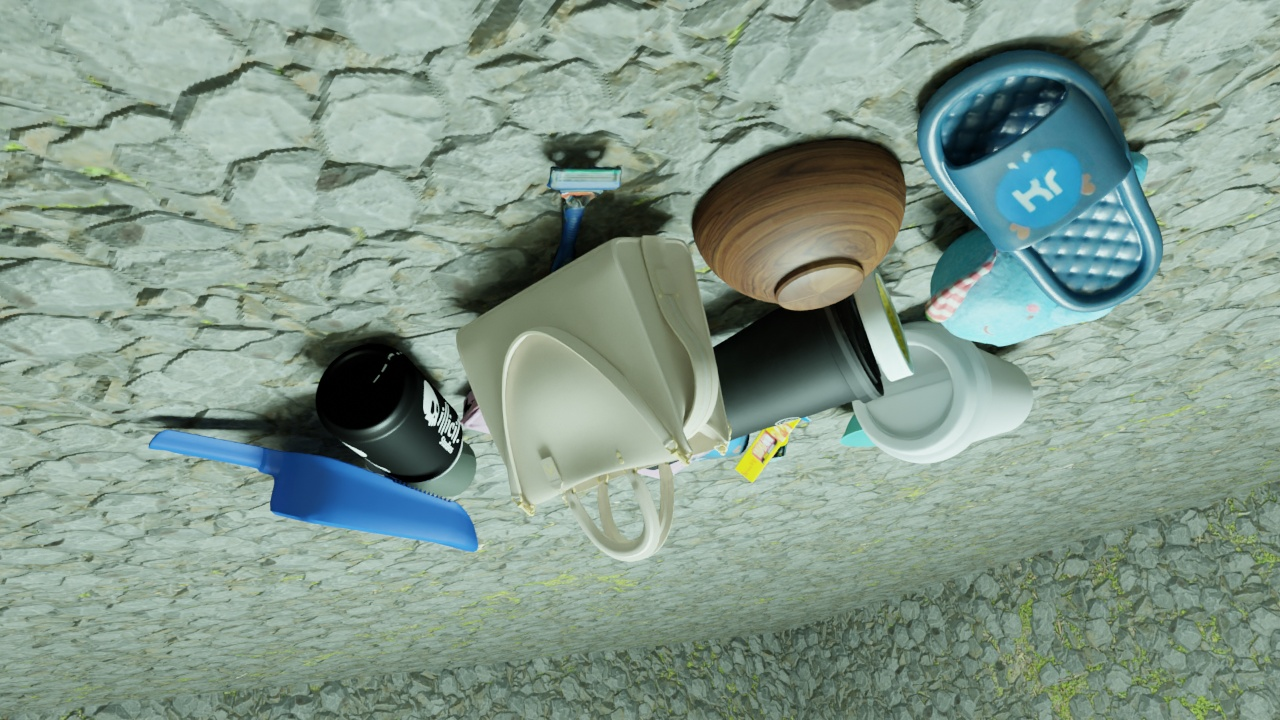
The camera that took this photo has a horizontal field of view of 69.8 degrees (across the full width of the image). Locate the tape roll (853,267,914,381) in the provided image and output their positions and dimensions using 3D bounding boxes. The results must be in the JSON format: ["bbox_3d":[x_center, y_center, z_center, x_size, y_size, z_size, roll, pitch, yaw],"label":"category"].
[{"bbox_3d":[0.193,-0.030,0.731,0.019,0.094,0.094,-20,156,21],"label":"tape roll"}]

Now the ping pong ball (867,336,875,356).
[{"bbox_3d":[0.199,-0.020,0.827,0.040,0.040,0.040,-9,157,-4],"label":"ping pong ball"}]

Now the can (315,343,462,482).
[{"bbox_3d":[-0.200,0.048,0.750,0.080,0.080,0.146,-12,157,2],"label":"can"}]

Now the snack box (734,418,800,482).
[{"bbox_3d":[0.147,0.061,0.935,0.075,0.025,0.153,-46,168,-34],"label":"snack box"}]

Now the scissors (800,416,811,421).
[{"bbox_3d":[0.170,0.050,1.017,0.125,0.016,0.125,-17,157,26],"label":"scissors"}]

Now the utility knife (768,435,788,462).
[{"bbox_3d":[0.165,0.106,1.127,0.029,0.020,0.198,-6,162,5],"label":"utility knife"}]

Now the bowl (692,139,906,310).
[{"bbox_3d":[0.114,-0.076,0.621,0.147,0.068,0.147,-9,157,-4],"label":"bowl"}]

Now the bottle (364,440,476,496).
[{"bbox_3d":[-0.211,0.096,0.885,0.060,0.060,0.108,-21,155,23],"label":"bottle"}]

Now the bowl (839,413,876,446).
[{"bbox_3d":[0.283,0.061,1.038,0.121,0.046,0.121,-6,162,-2],"label":"bowl"}]

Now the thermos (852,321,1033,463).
[{"bbox_3d":[0.313,0.033,0.913,0.132,0.131,0.221,-29,159,36],"label":"thermos"}]

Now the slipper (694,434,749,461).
[{"bbox_3d":[0.066,0.077,0.971,0.103,0.059,0.214,-6,158,-6],"label":"slipper"}]

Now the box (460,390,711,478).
[{"bbox_3d":[-0.044,0.061,0.853,0.232,0.041,0.098,19,146,-31],"label":"box"}]

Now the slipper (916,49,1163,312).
[{"bbox_3d":[0.258,-0.103,0.565,0.104,0.059,0.213,-38,119,24],"label":"slipper"}]

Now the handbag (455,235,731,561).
[{"bbox_3d":[-0.025,0.040,0.633,0.195,0.197,0.101,-24,169,40],"label":"handbag"}]

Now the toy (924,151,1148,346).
[{"bbox_3d":[0.303,-0.075,0.679,0.183,0.114,0.181,-5,147,-42],"label":"toy"}]

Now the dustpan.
[{"bbox_3d":[-0.302,0.115,0.821,0.257,0.059,0.246,16,167,-28],"label":"dustpan"}]

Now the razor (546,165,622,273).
[{"bbox_3d":[-0.045,-0.087,0.589,0.044,0.018,0.141,-3,159,-13],"label":"razor"}]

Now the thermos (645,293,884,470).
[{"bbox_3d":[0.089,0.019,0.762,0.219,0.105,0.105,-25,154,19],"label":"thermos"}]
